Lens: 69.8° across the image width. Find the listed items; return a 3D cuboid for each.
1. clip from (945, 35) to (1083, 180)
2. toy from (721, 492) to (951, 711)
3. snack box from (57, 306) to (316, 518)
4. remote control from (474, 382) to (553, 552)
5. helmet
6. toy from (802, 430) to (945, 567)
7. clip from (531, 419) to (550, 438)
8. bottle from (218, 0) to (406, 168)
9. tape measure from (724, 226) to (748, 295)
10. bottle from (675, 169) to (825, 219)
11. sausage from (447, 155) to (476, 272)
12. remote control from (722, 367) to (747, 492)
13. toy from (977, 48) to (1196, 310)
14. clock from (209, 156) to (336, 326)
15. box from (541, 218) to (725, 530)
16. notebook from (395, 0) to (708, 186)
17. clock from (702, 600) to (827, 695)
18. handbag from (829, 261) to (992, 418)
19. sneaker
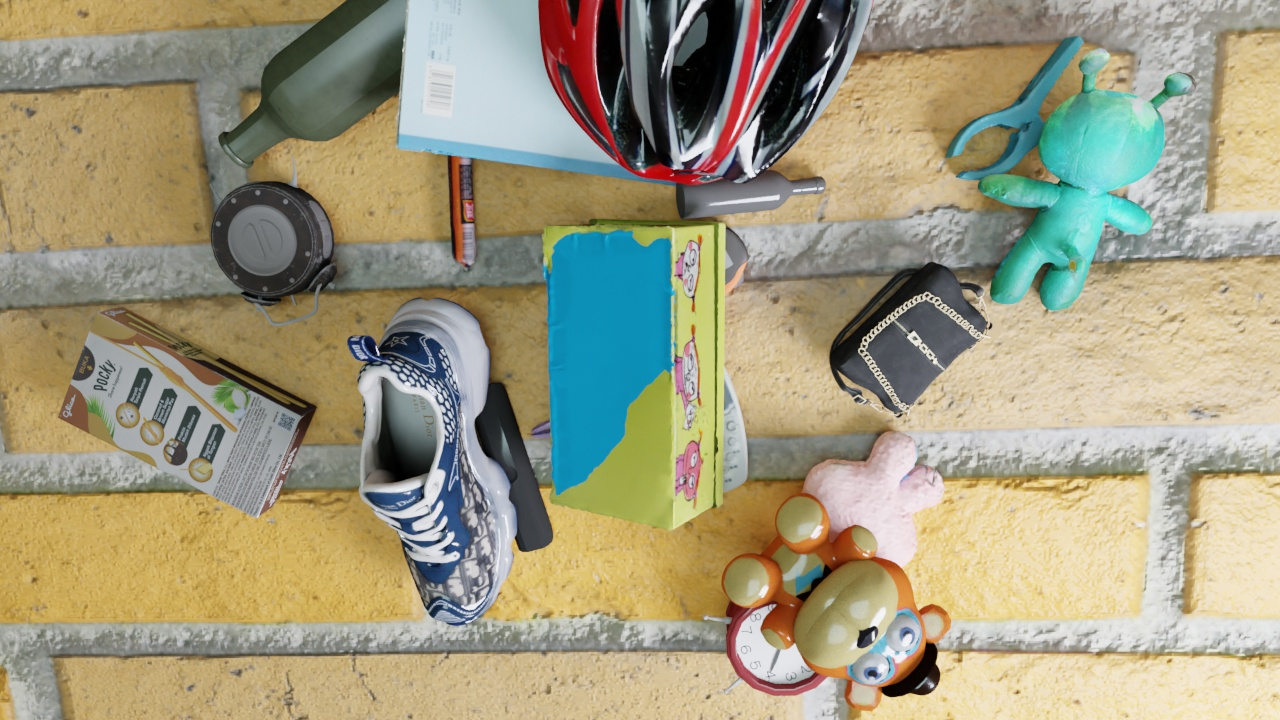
[{"bbox_3d":[0.289,-0.165,0.677,0.120,0.027,0.103,-28,95,9],"label":"clip"},{"bbox_3d":[0.150,0.183,0.684,0.176,0.096,0.112,39,93,-12],"label":"toy"},{"bbox_3d":[-0.380,0.044,0.772,0.186,0.031,0.101,27,102,-1],"label":"snack box"},{"bbox_3d":[-0.109,0.089,0.766,0.033,0.015,0.147,-16,99,8],"label":"remote control"},{"bbox_3d":[0.051,-0.244,0.578,0.217,0.167,0.272,5,109,-23],"label":"helmet"},{"bbox_3d":[0.188,0.110,0.729,0.105,0.053,0.108,-42,95,0],"label":"toy"},{"bbox_3d":[-0.063,0.050,0.757,0.051,0.014,0.045,14,102,0],"label":"clip"},{"bbox_3d":[-0.227,-0.215,0.687,0.207,0.071,0.071,-32,97,10],"label":"bottle"},{"bbox_3d":[0.054,-0.076,0.707,0.059,0.038,0.058,-27,98,9],"label":"tape measure"},{"bbox_3d":[0.085,-0.127,0.693,0.113,0.030,0.030,-7,101,-9],"label":"bottle"},{"bbox_3d":[-0.141,-0.146,0.720,0.020,0.020,0.155,1,101,5],"label":"sausage"},{"bbox_3d":[0.052,0.051,0.738,0.060,0.028,0.114,-13,99,7],"label":"remote control"},{"bbox_3d":[0.312,-0.119,0.647,0.130,0.072,0.194,8,122,-4],"label":"toy"},{"bbox_3d":[-0.289,-0.091,0.731,0.091,0.043,0.123,-16,99,8],"label":"clock"},{"bbox_3d":[-0.004,0.004,0.689,0.125,0.079,0.221,4,100,33],"label":"box"},{"bbox_3d":[-0.041,-0.226,0.663,0.253,0.009,0.181,5,102,-14],"label":"notebook"},{"bbox_3d":[0.127,0.221,0.755,0.138,0.048,0.096,-14,100,9],"label":"clock"},{"bbox_3d":[0.209,-0.015,0.705,0.079,0.054,0.128,42,99,-15],"label":"handbag"},{"bbox_3d":[-0.170,0.094,0.703,0.103,0.132,0.269,0,105,14],"label":"sneaker"}]
